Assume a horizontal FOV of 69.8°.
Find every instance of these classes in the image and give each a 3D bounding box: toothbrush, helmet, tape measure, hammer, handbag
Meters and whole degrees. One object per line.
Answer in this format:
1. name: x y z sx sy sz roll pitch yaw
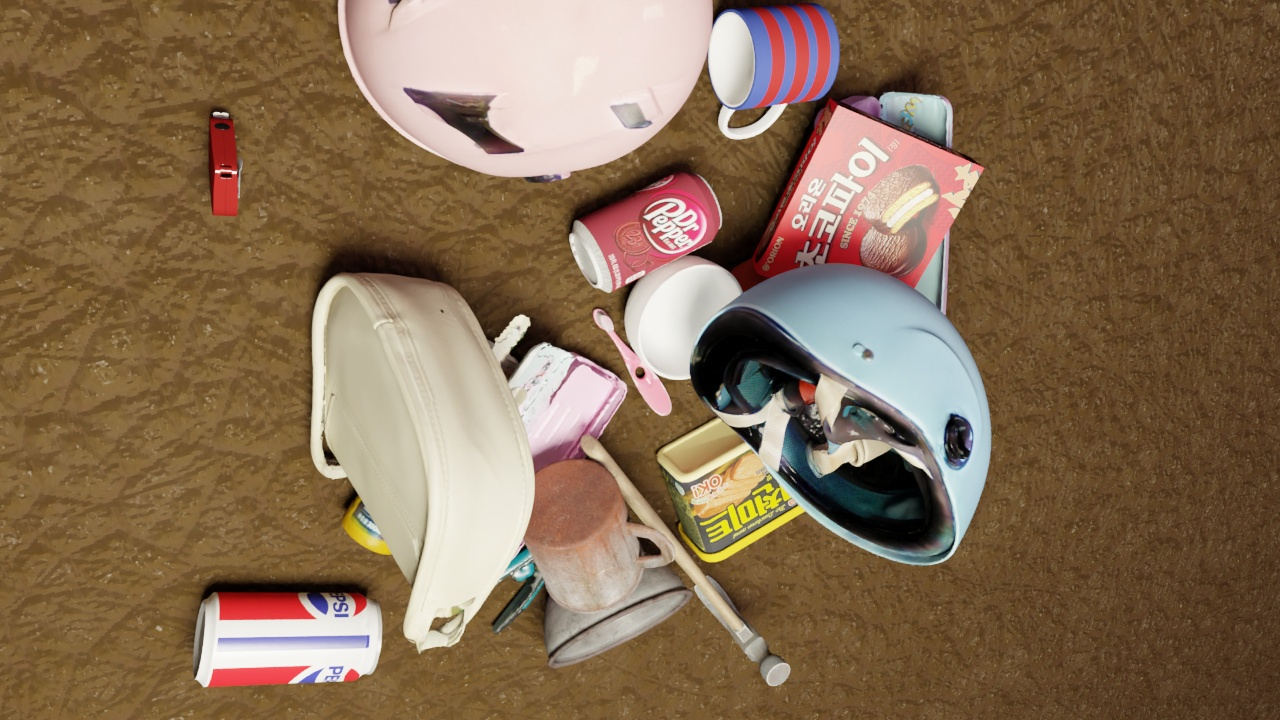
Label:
1. toothbrush: -0.005 0.005 0.814 0.021 0.016 0.135 -39 123 -7
2. helmet: 0.179 0.035 0.738 0.166 0.226 0.265 -40 104 -22
3. helmet: -0.065 -0.224 0.608 0.255 0.152 0.230 -13 120 -15
4. tape measure: -0.272 -0.125 0.601 0.019 0.059 0.052 -2 143 -27
5. hammer: 0.034 0.182 0.849 0.030 0.119 0.331 -41 124 -5
6. handbag: -0.145 0.059 0.653 0.131 0.229 0.184 3 122 -41

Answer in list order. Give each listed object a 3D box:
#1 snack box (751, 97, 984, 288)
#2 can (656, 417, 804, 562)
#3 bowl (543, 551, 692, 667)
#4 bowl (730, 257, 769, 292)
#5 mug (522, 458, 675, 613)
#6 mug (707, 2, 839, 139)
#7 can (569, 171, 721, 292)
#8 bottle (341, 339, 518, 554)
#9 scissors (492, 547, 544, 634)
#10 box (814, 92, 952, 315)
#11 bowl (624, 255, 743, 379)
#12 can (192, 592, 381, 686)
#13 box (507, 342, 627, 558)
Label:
1. snack box: 0.189 -0.123 0.781 0.132 0.035 0.152 20 115 -9
2. can: 0.091 0.112 0.879 0.130 0.072 0.101 -27 119 -14
3. bowl: -0.031 0.219 0.846 0.145 0.067 0.145 -23 157 -11
4. bowl: 0.119 -0.034 0.848 0.121 0.035 0.122 -11 116 -23
5. mug: -0.034 0.146 0.757 0.123 0.096 0.110 -1 143 13
6. mug: 0.101 -0.228 0.738 0.076 0.075 0.112 -13 143 -22
7. can: 0.004 -0.105 0.741 0.114 0.063 0.063 -28 122 -14
8. bottle: -0.166 0.067 0.736 0.053 0.053 0.186 33 94 -34
9. scissors: -0.103 0.195 0.847 0.150 0.019 0.121 -8 115 -26
10. box: 0.221 -0.124 0.820 0.089 0.093 0.214 -30 124 -36
11. bowl: 0.033 -0.041 0.789 0.104 0.054 0.105 -12 121 -22
12. can: -0.282 0.222 0.736 0.132 0.070 0.070 9 107 -30
13. box: -0.108 0.077 0.765 0.201 0.059 0.155 -55 144 4
